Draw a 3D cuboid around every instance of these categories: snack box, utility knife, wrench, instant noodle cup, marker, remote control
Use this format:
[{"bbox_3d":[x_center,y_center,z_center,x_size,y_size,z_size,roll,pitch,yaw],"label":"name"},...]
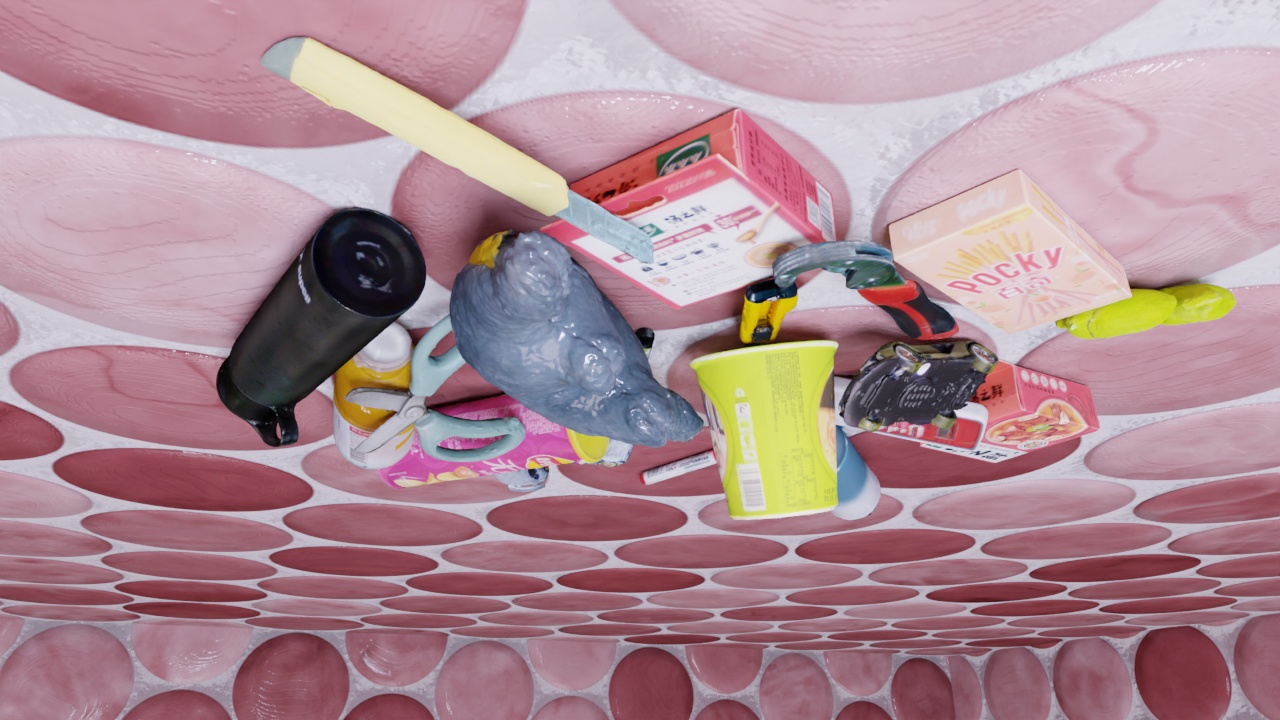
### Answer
[{"bbox_3d":[0.311,0.048,0.806,0.127,0.044,0.113,13,153,-28],"label":"snack box"},{"bbox_3d":[-0.079,-0.095,0.434,0.204,0.021,0.031,30,139,-13],"label":"utility knife"},{"bbox_3d":[0.159,-0.037,0.579,0.056,0.016,0.273,-15,165,30],"label":"wrench"},{"bbox_3d":[0.099,0.055,0.684,0.111,0.123,0.112,-7,174,-1],"label":"instant noodle cup"},{"bbox_3d":[0.084,-0.023,0.620,0.033,0.015,0.216,-8,170,3],"label":"utility knife"},{"bbox_3d":[0.028,-0.081,0.498,0.113,0.044,0.127,-16,154,34],"label":"snack box"},{"bbox_3d":[0.051,0.113,0.990,0.017,0.017,0.146,18,151,-37],"label":"marker"},{"bbox_3d":[-0.004,0.004,0.740,0.018,0.015,0.124,2,154,-8],"label":"marker"},{"bbox_3d":[0.232,-0.061,0.572,0.157,0.026,0.085,20,149,-41],"label":"snack box"},{"bbox_3d":[0.219,0.046,0.774,0.136,0.020,0.056,11,146,15],"label":"remote control"}]

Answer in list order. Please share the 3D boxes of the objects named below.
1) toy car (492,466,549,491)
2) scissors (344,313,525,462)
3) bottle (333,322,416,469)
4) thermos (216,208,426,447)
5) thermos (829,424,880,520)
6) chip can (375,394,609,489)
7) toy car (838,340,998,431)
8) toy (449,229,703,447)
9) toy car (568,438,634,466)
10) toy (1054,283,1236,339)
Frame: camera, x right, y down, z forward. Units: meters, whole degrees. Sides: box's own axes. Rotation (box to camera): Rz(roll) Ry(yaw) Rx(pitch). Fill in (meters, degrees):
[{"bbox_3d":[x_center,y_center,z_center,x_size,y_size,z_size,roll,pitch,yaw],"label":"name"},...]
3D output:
[{"bbox_3d":[-0.131,0.095,0.912,0.054,0.036,0.121,-5,146,14],"label":"toy car"},{"bbox_3d":[-0.125,0.019,0.676,0.170,0.019,0.171,-45,143,20],"label":"scissors"},{"bbox_3d":[-0.205,0.027,0.718,0.068,0.068,0.190,6,153,-15],"label":"bottle"},{"bbox_3d":[-0.219,-0.008,0.612,0.068,0.090,0.243,-14,170,-40],"label":"thermos"},{"bbox_3d":[0.191,0.105,0.916,0.070,0.070,0.220,-10,155,20],"label":"thermos"},{"bbox_3d":[-0.135,0.067,0.811,0.211,0.071,0.071,-11,155,25],"label":"chip can"},{"bbox_3d":[0.206,0.016,0.683,0.157,0.042,0.070,0,129,-37],"label":"toy car"},{"bbox_3d":[-0.043,-0.009,0.570,0.138,0.091,0.356,24,170,23],"label":"toy"},{"bbox_3d":[-0.057,0.072,0.851,0.105,0.049,0.031,2,160,-9],"label":"toy car"},{"bbox_3d":[0.339,-0.034,0.623,0.100,0.031,0.097,-7,177,-14],"label":"toy"}]
